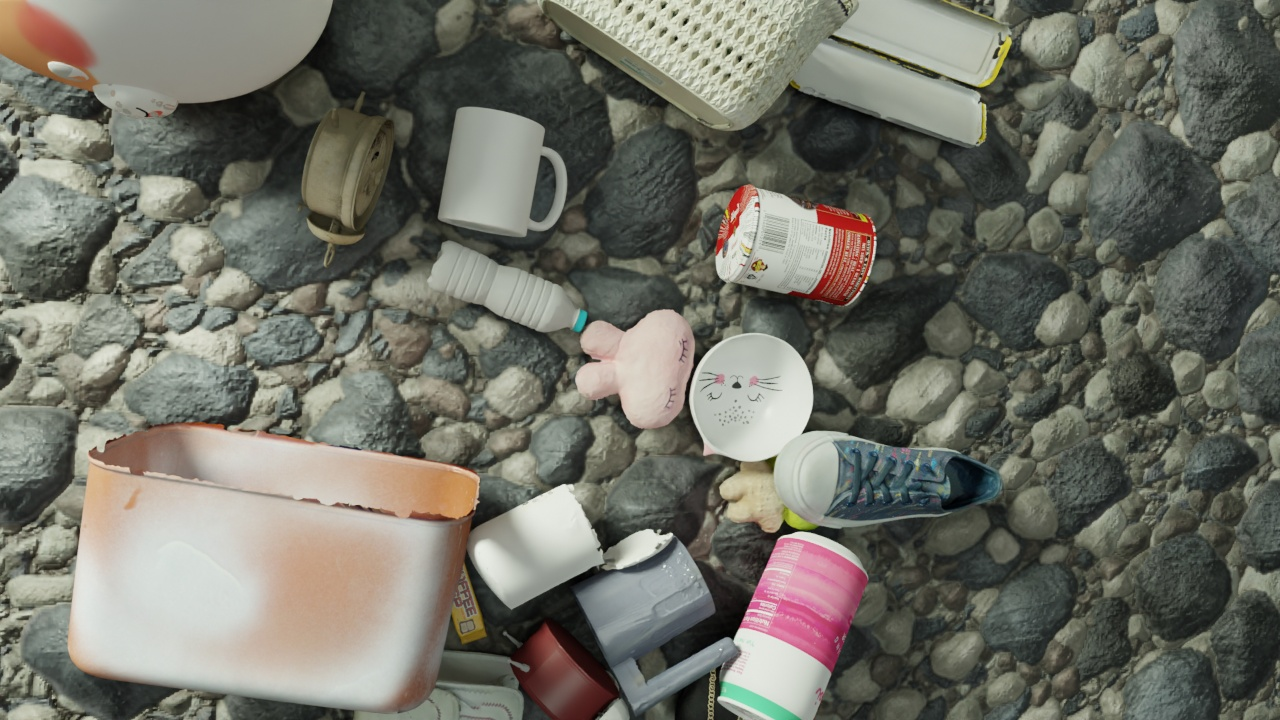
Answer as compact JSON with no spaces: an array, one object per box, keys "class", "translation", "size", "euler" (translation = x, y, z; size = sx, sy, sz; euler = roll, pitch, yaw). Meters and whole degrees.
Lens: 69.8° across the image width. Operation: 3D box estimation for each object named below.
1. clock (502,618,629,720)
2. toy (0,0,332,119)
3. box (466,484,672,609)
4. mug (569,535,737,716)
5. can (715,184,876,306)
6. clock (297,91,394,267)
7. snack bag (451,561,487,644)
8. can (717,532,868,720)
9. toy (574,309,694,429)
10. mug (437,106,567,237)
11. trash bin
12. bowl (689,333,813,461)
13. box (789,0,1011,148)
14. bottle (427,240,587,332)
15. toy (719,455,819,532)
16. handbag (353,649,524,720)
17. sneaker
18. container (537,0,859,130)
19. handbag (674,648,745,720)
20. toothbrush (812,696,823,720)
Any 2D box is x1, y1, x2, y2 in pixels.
[{"class":"clock","translation":[-0.058,0.282,0.797],"size":[0.048,0.096,0.137],"euler":[-45,99,-6]},{"class":"toy","translation":[-0.345,-0.295,0.608],"size":[0.281,0.262,0.266],"euler":[-6,93,5]},{"class":"box","translation":[-0.062,0.155,0.800],"size":[0.165,0.084,0.094],"euler":[-28,90,-11]},{"class":"mug","translation":[0.012,0.229,0.803],"size":[0.104,0.084,0.124],"euler":[-26,59,-12]},{"class":"can","translation":[0.137,-0.102,0.818],"size":[0.116,0.087,0.086],"euler":[11,91,-14]},{"class":"clock","translation":[-0.241,-0.139,0.736],"size":[0.054,0.092,0.141],"euler":[19,115,-7]},{"class":"snack bag","translation":[-0.159,0.202,0.807],"size":[0.026,0.020,0.099],"euler":[-16,98,-14]},{"class":"can","translation":[0.136,0.243,0.821],"size":[0.088,0.088,0.165],"euler":[34,67,-13]},{"class":"toy","translation":[-0.005,0.005,0.812],"size":[0.105,0.053,0.108],"euler":[8,92,-8]},{"class":"mug","translation":[-0.109,-0.152,0.772],"size":[0.110,0.074,0.090],"euler":[9,92,-39]},{"class":"trash bin","translation":[-0.262,0.151,0.691],"size":[0.259,0.181,0.157],"euler":[10,93,-9]},{"class":"bowl","translation":[0.095,0.031,0.837],"size":[0.114,0.050,0.114],"euler":[-1,94,-13]},{"class":"box","translation":[0.241,-0.282,0.854],"size":[0.209,0.045,0.128],"euler":[14,92,-15]},{"class":"bottle","translation":[-0.111,-0.058,0.786],"size":[0.136,0.044,0.044],"euler":[22,89,-14]},{"class":"toy","translation":[0.131,0.119,0.856],"size":[0.117,0.043,0.092],"euler":[-16,99,-10]},{"class":"handbag","translation":[-0.181,0.352,0.774],"size":[0.142,0.096,0.198],"euler":[8,94,-13]},{"class":"sneaker","translation":[0.230,0.113,0.830],"size":[0.235,0.079,0.087],"euler":[6,88,-29]},{"class":"container","translation":[0.033,-0.297,0.740],"size":[0.251,0.184,0.143],"euler":[31,98,-12]},{"class":"handbag","translation":[0.090,0.318,0.863],"size":[0.128,0.054,0.079],"euler":[17,79,-11]},{"class":"toothbrush","translation":[0.162,0.393,0.897],"size":[0.016,0.016,0.167],"euler":[7,93,-12]}]
